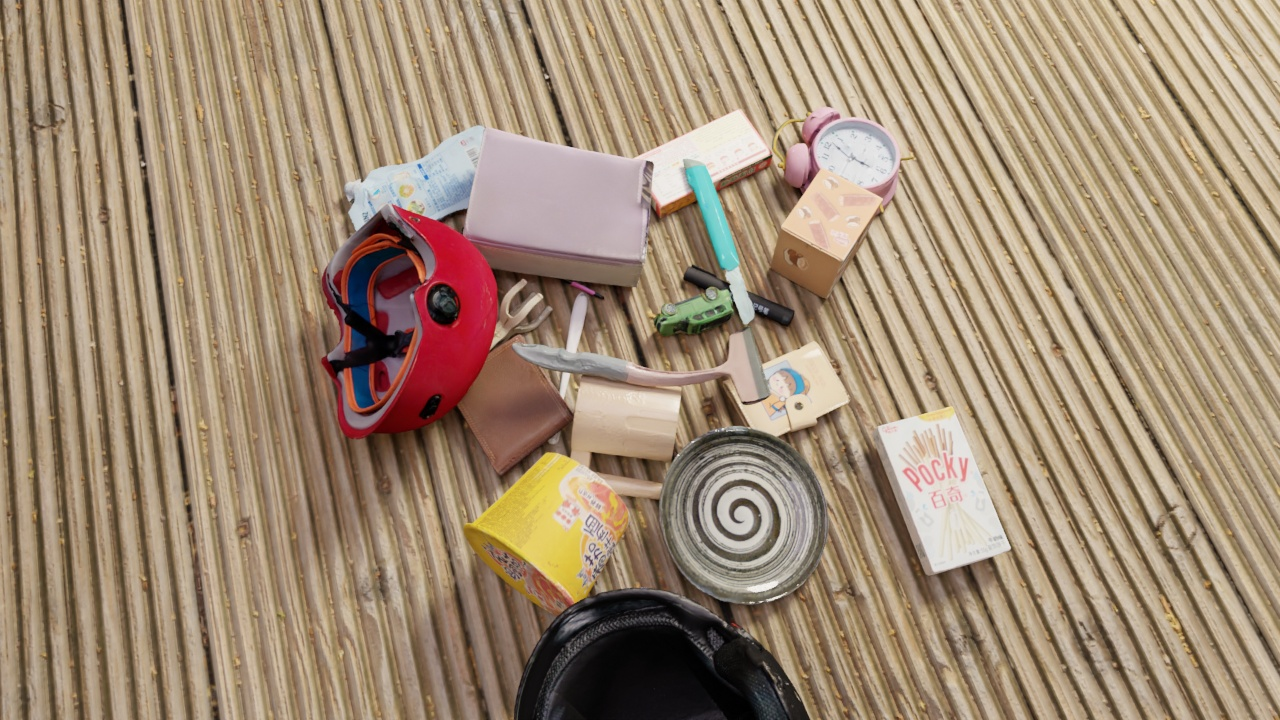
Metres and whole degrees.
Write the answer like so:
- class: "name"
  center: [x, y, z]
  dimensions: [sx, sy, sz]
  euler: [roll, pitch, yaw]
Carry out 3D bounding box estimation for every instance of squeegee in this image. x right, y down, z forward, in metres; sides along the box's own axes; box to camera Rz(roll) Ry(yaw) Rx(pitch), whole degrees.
- class: "squeegee"
  center: [-0.005, 0.005, 0.919]
  dimensions: [0.249, 0.247, 0.040]
  euler: [4, 107, 2]

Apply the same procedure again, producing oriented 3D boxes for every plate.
- class: "plate"
  center: [0.103, 0.156, 0.930]
  dimensions: [0.179, 0.024, 0.179]
  euler: [3, 74, -12]

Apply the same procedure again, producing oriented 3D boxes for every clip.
- class: "clip"
  center: [-0.143, -0.047, 0.999]
  dimensions: [0.102, 0.093, 0.035]
  euler: [-38, 73, -26]

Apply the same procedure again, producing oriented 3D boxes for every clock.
- class: "clock"
  center: [0.231, -0.236, 1.081]
  dimensions: [0.158, 0.060, 0.117]
  euler: [27, 70, 12]

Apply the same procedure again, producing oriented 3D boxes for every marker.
- class: "marker"
  center: [0.111, -0.074, 1.037]
  dimensions: [0.132, 0.020, 0.022]
  euler: [25, 54, 10]

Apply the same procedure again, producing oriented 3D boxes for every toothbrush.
- class: "toothbrush"
  center: [-0.080, 0.005, 1.004]
  dimensions: [0.016, 0.016, 0.179]
  euler: [10, 68, 2]
- class: "toothbrush"
  center: [-0.126, -0.108, 1.052]
  dimensions: [0.189, 0.014, 0.017]
  euler: [26, 80, 9]

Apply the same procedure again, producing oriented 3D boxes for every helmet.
- class: "helmet"
  center: [0.024, 0.329, 0.762]
  dimensions: [0.233, 0.230, 0.274]
  euler: [-34, 64, -6]
- class: "helmet"
  center: [-0.223, -0.032, 0.934]
  dimensions: [0.143, 0.208, 0.239]
  euler: [10, 63, -40]

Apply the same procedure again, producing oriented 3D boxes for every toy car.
- class: "toy car"
  center: [0.059, -0.051, 1.013]
  dimensions: [0.091, 0.043, 0.036]
  euler: [-17, 70, -7]

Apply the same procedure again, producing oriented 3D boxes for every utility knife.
- class: "utility knife"
  center: [0.090, -0.139, 1.043]
  dimensions: [0.029, 0.013, 0.216]
  euler: [-13, 72, -9]

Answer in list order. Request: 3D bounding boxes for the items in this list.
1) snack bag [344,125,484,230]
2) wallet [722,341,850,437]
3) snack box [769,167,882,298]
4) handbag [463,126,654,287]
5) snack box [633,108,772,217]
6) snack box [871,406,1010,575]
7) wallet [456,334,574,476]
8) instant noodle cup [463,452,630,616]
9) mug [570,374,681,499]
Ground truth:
- class: "snack bag"
  center: [-0.250, -0.201, 1.076]
  dimensions: [0.191, 0.039, 0.110]
  euler: [-27, 76, -9]
- class: "wallet"
  center: [0.159, 0.037, 0.991]
  dimensions: [0.115, 0.024, 0.087]
  euler: [-23, 65, -11]
- class: "snack box"
  center: [0.205, -0.141, 1.024]
  dimensions: [0.077, 0.093, 0.094]
  euler: [31, 71, 12]
- class: "handbag"
  center: [-0.090, -0.168, 1.021]
  dimensions: [0.197, 0.098, 0.144]
  euler: [9, 75, -5]
- class: "snack box"
  center: [0.072, -0.237, 1.098]
  dimensions: [0.155, 0.027, 0.077]
  euler: [-27, 70, -11]
- class: "snack box"
  center: [0.305, 0.132, 0.936]
  dimensions: [0.084, 0.027, 0.156]
  euler: [-15, 72, -6]
- class: "wallet"
  center: [-0.139, 0.046, 0.972]
  dimensions: [0.101, 0.032, 0.124]
  euler: [-35, 65, -2]
- class: "instant noodle cup"
  center: [-0.083, 0.164, 0.883]
  dimensions: [0.138, 0.138, 0.109]
  euler: [34, 63, 12]
- class: "mug"
  center: [-0.017, 0.078, 0.948]
  dimensions: [0.103, 0.084, 0.124]
  euler: [8, 92, 1]
